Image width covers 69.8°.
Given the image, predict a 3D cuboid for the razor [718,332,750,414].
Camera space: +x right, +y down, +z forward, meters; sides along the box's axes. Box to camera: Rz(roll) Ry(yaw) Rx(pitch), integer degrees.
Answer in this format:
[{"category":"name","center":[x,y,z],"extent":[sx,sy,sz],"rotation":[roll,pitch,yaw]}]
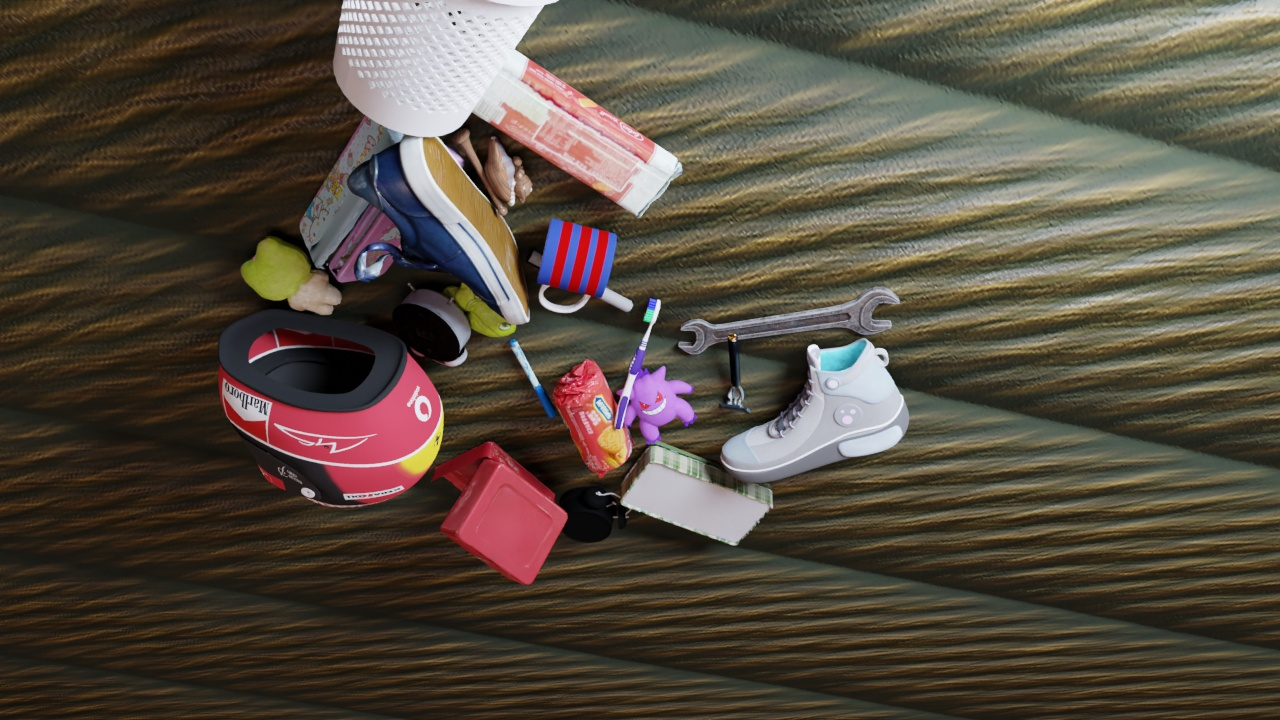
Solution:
[{"category":"razor","center":[0.122,0.016,1.182],"extent":[0.043,0.022,0.144],"rotation":[9,139,15]}]

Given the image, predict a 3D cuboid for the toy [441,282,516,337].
[{"category":"toy","center":[-0.194,-0.062,1.130],"extent":[0.094,0.036,0.093],"rotation":[-15,129,28]}]

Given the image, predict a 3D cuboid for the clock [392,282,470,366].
[{"category":"clock","center":[-0.256,-0.037,1.140],"extent":[0.094,0.035,0.123],"rotation":[18,142,15]}]

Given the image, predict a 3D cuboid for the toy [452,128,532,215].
[{"category":"toy","center":[-0.154,-0.206,0.986],"extent":[0.055,0.041,0.102],"rotation":[-24,122,6]}]

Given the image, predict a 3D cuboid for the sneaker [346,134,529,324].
[{"category":"sneaker","center":[-0.215,-0.117,0.987],"extent":[0.127,0.120,0.294],"rotation":[-17,148,13]}]

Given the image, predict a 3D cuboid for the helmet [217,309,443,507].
[{"category":"helmet","center":[-0.387,0.076,1.166],"extent":[0.271,0.197,0.225],"rotation":[14,133,3]}]

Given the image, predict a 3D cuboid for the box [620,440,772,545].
[{"category":"box","center":[0.082,0.194,1.340],"extent":[0.205,0.049,0.118],"rotation":[20,129,-15]}]

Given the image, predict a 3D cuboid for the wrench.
[{"category":"wrench","center":[0.179,-0.045,1.132],"extent":[0.273,0.010,0.070],"rotation":[-8,132,12]}]

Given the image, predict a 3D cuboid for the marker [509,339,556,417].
[{"category":"marker","center":[-0.144,0.025,1.222],"extent":[0.013,0.013,0.142],"rotation":[-11,131,14]}]

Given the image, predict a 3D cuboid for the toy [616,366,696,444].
[{"category":"toy","center":[0.018,0.052,1.205],"extent":[0.106,0.055,0.088],"rotation":[-29,124,9]}]

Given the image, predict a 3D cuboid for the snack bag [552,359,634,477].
[{"category":"snack bag","center":[-0.063,0.075,1.221],"extent":[0.082,0.082,0.176],"rotation":[-10,131,14]}]

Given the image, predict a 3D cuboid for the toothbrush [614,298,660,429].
[{"category":"toothbrush","center":[-0.007,0.007,1.157],"extent":[0.016,0.015,0.187],"rotation":[15,114,-6]}]

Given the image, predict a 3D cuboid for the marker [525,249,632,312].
[{"category":"marker","center":[-0.072,-0.094,1.102],"extent":[0.140,0.016,0.016],"rotation":[27,129,-19]}]

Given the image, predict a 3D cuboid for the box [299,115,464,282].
[{"category":"box","center":[-0.297,-0.187,1.021],"extent":[0.215,0.089,0.093],"rotation":[-42,76,35]}]

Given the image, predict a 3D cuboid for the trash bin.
[{"category":"trash bin","center":[-0.178,-0.314,0.803],"extent":[0.195,0.195,0.200],"rotation":[24,140,-17]}]

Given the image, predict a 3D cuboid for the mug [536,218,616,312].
[{"category":"mug","center":[-0.077,-0.101,1.052],"extent":[0.076,0.074,0.112],"rotation":[13,125,-7]}]

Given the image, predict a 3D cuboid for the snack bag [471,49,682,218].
[{"category":"snack bag","center":[-0.069,-0.236,0.954],"extent":[0.225,0.041,0.078],"rotation":[28,130,-22]}]

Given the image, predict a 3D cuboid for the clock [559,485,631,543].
[{"category":"clock","center":[-0.072,0.231,1.388],"extent":[0.121,0.042,0.091],"rotation":[-27,125,27]}]

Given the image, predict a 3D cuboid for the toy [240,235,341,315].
[{"category":"toy","center":[-0.418,-0.097,1.110],"extent":[0.117,0.043,0.092],"rotation":[34,124,-28]}]

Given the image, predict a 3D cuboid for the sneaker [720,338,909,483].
[{"category":"sneaker","center":[0.204,0.061,1.186],"extent":[0.257,0.092,0.160],"rotation":[-17,121,21]}]

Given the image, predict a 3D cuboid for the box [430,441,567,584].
[{"category":"box","center":[-0.205,0.226,1.317],"extent":[0.152,0.164,0.157],"rotation":[-31,124,23]}]
